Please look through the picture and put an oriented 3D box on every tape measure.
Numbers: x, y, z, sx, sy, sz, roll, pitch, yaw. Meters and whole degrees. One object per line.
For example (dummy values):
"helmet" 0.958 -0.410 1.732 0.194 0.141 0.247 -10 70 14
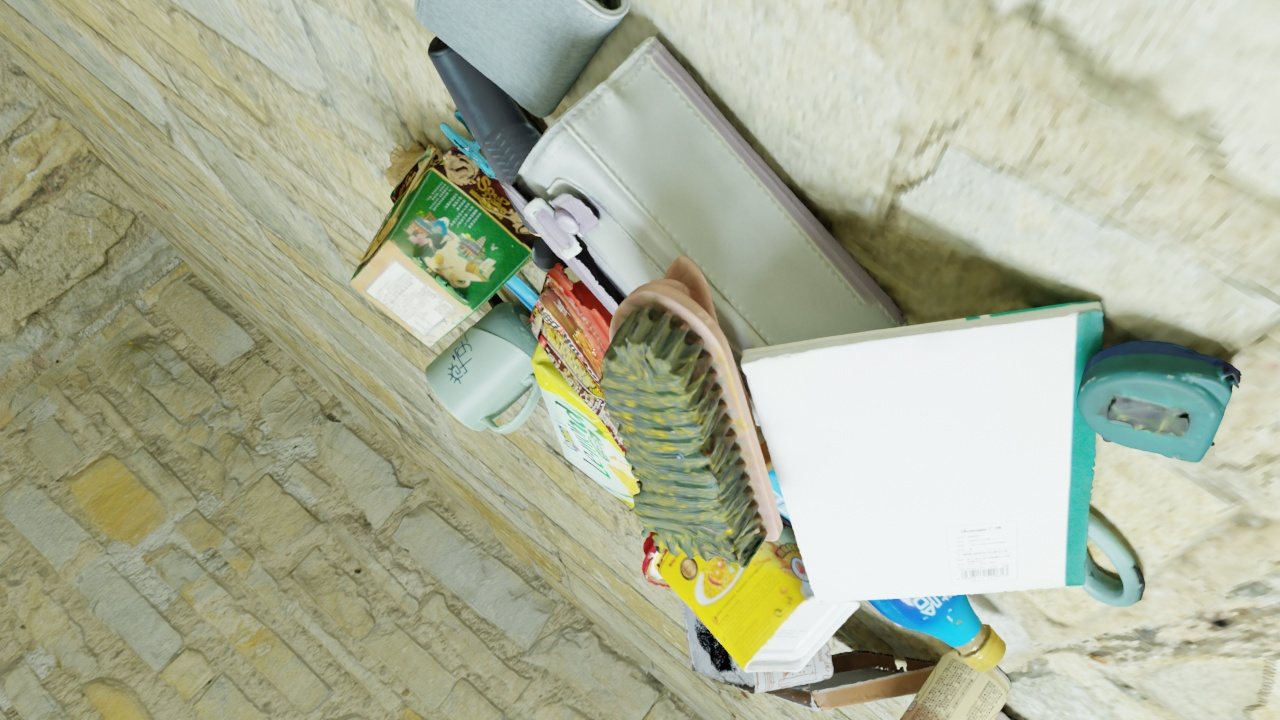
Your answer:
"tape measure" 0.207 0.017 0.371 0.054 0.025 0.058 12 147 25

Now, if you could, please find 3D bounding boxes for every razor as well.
"razor" -0.080 -0.137 0.596 0.167 0.062 0.067 58 -172 -23

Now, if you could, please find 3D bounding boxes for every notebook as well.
"notebook" 0.145 0.060 0.459 0.150 0.012 0.209 -8 133 16

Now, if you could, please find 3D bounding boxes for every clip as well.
"clip" -0.120 -0.157 0.665 0.057 0.045 0.014 45 163 2

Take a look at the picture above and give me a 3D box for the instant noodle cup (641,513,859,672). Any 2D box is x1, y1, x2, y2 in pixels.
"instant noodle cup" 0.083 0.156 0.674 0.116 0.116 0.123 19 -156 -45

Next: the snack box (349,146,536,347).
"snack box" -0.152 -0.080 0.698 0.118 0.105 0.118 41 141 -16

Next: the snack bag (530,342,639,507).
"snack bag" -0.009 0.070 0.850 0.158 0.068 0.247 34 159 21

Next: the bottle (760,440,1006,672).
"bottle" 0.170 0.133 0.642 0.218 0.065 0.065 43 161 -3

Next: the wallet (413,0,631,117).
"wallet" -0.069 -0.189 0.478 0.106 0.037 0.130 36 163 -13

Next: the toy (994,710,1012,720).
"toy" 0.313 0.348 0.836 0.121 0.054 0.159 38 168 17

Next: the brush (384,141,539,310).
"brush" -0.132 -0.090 0.811 0.083 0.045 0.254 7 144 53

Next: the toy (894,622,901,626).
"toy" 0.185 0.160 0.707 0.108 0.038 0.084 47 147 4

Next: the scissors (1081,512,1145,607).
"scissors" 0.215 0.090 0.534 0.181 0.019 0.170 33 157 28

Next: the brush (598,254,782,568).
"brush" 0.024 0.026 0.433 0.063 0.072 0.146 3 126 33

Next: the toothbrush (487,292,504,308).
"toothbrush" -0.130 -0.035 0.928 0.027 0.026 0.213 -7 130 38

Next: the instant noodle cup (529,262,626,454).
"instant noodle cup" -0.004 0.004 0.640 0.164 0.079 0.189 56 170 -2

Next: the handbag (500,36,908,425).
"handbag" 0.023 -0.054 0.502 0.197 0.098 0.145 47 166 -9

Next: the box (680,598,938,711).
"box" 0.153 0.240 0.881 0.181 0.197 0.157 136 128 -71

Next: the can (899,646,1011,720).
"can" 0.248 0.296 0.749 0.058 0.116 0.059 38 161 15

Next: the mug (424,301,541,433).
"mug" -0.133 0.013 0.875 0.111 0.106 0.082 55 -170 30
